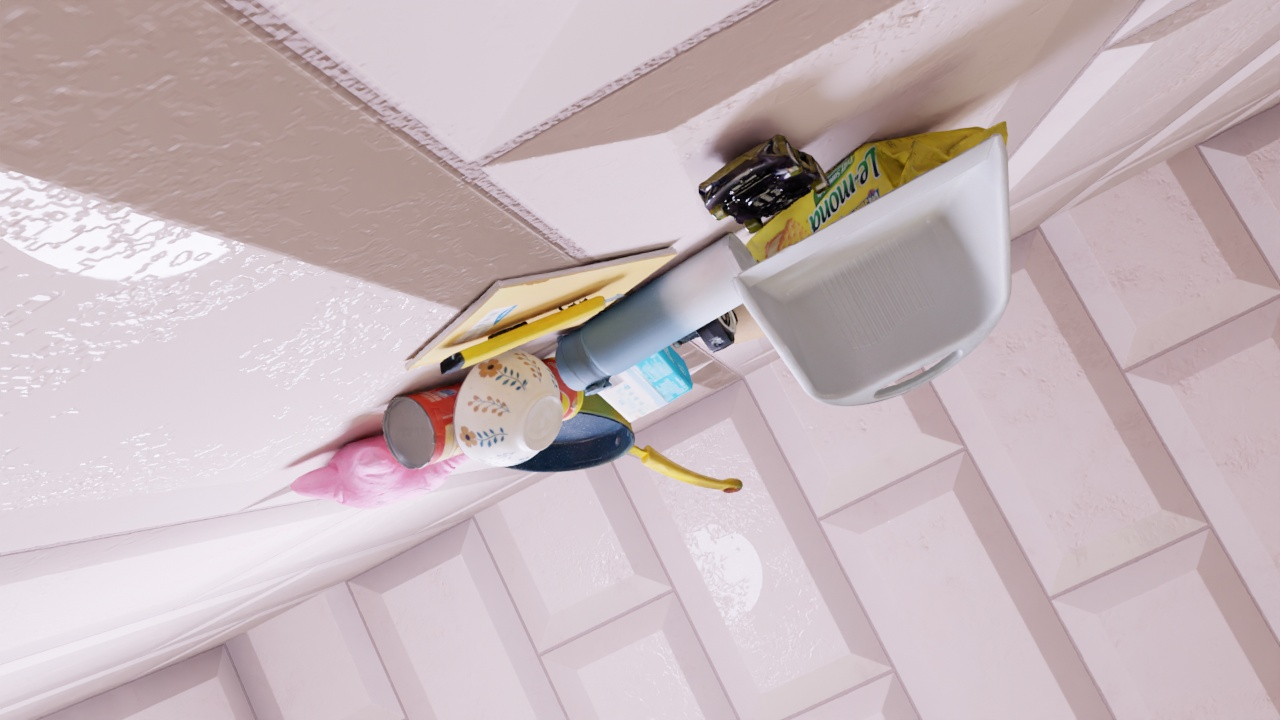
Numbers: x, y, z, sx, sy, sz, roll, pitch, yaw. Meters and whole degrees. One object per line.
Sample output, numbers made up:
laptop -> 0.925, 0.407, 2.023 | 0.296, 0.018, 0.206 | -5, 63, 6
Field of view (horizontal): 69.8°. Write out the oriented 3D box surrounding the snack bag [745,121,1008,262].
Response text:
snack bag -> 0.208, -0.142, 0.863 | 0.157, 0.068, 0.247 | -20, 170, -37

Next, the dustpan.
dustpan -> 0.219, -0.045, 0.784 | 0.223, 0.142, 0.257 | -28, 172, 9

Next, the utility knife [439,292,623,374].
utility knife -> -0.085, -0.027, 0.750 | 0.173, 0.015, 0.033 | -24, 178, -24

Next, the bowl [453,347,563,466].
bowl -> -0.112, 0.049, 0.851 | 0.062, 0.113, 0.113 | 17, -159, 34

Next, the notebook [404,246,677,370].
notebook -> -0.078, -0.044, 0.763 | 0.205, 0.010, 0.146 | -19, 170, -48

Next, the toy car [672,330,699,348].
toy car -> 0.042, -0.045, 1.089 | 0.054, 0.036, 0.120 | -29, 162, 24

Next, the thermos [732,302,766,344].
thermos -> 0.172, -0.071, 1.173 | 0.144, 0.093, 0.092 | -23, 176, 34

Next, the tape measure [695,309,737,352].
tape measure -> 0.084, -0.051, 1.068 | 0.034, 0.066, 0.065 | -27, -160, 24

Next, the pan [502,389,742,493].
pan -> -0.032, 0.113, 1.151 | 0.357, 0.078, 0.198 | 8, 151, -22

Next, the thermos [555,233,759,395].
thermos -> 0.013, -0.040, 0.890 | 0.221, 0.070, 0.070 | -31, 172, 23

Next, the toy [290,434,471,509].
toy -> -0.264, 0.116, 0.968 | 0.179, 0.074, 0.194 | -23, 168, 34

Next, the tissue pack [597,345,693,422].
tissue pack -> -0.006, 0.006, 1.030 | 0.090, 0.063, 0.140 | -29, 143, 12

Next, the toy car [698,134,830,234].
toy car -> 0.086, -0.126, 0.643 | 0.070, 0.042, 0.158 | -29, 173, 20

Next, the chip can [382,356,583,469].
chip can -> -0.152, 0.049, 0.919 | 0.073, 0.073, 0.216 | -32, 170, 37
